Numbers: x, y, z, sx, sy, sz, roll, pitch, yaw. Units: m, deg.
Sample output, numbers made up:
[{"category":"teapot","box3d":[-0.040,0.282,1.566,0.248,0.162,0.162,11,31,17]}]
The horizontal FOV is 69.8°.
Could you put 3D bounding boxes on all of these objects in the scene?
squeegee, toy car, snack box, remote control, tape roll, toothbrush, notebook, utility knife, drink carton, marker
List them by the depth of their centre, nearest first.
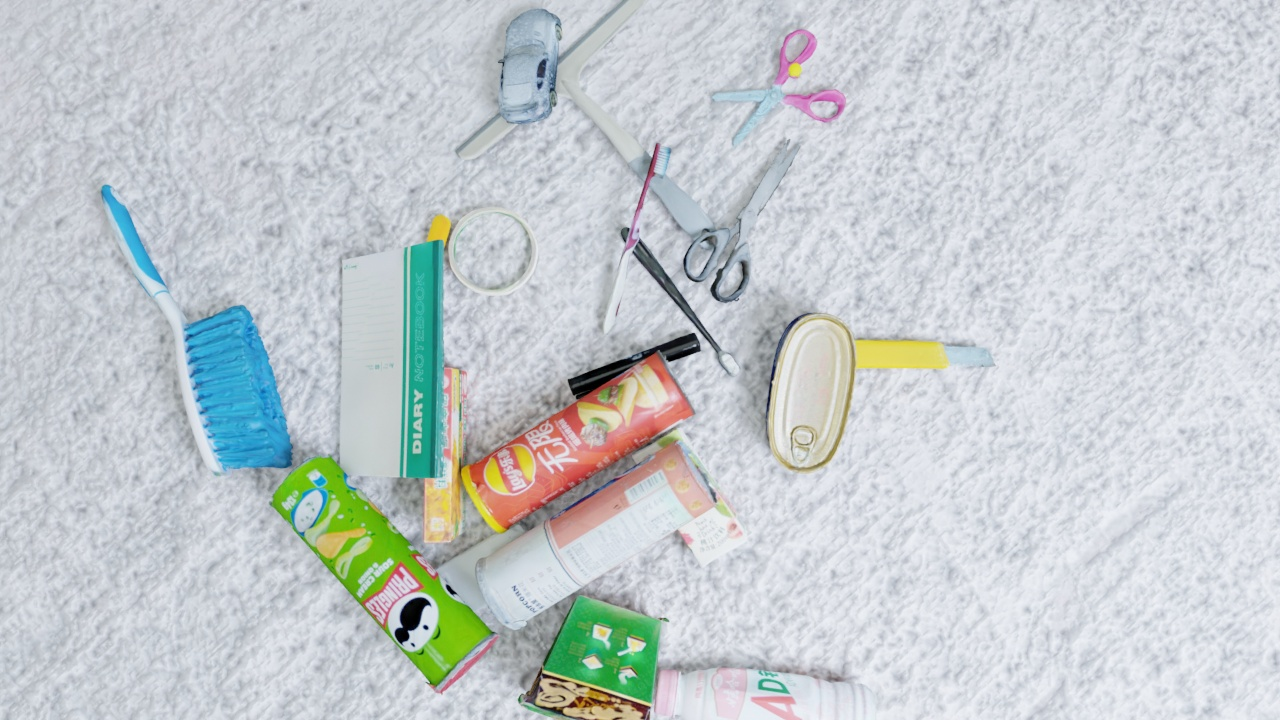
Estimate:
[{"category":"snack box","box3d":[-0.037,0.271,0.828,0.117,0.118,0.105,17,74,0]},{"category":"notebook","box3d":[-0.228,0.002,0.839,0.151,0.012,0.209,-4,85,40]},{"category":"snack box","box3d":[-0.180,0.085,0.847,0.027,0.077,0.155,0,87,-1]},{"category":"drink carton","box3d":[0.047,0.126,0.860,0.053,0.045,0.122,-33,86,7]},{"category":"remote control","box3d":[-0.157,0.206,0.869,0.135,0.019,0.056,-31,87,-1]},{"category":"toothbrush","box3d":[-0.005,-0.112,0.870,0.017,0.016,0.188,15,101,-9]},{"category":"toy car","box3d":[-0.107,-0.282,0.876,0.054,0.037,0.120,-1,73,20]},{"category":"marker","box3d":[-0.005,0.005,0.880,0.132,0.020,0.022,-20,104,-1]},{"category":"utility knife","box3d":[0.241,-0.003,0.881,0.197,0.015,0.033,1,95,2]},{"category":"squeegee","box3d":[-0.010,-0.199,0.882,0.246,0.039,0.246,-42,88,-2]},{"category":"toothbrush","box3d":[0.038,-0.058,0.886,0.015,0.018,0.181,-38,86,1]},{"category":"marker","box3d":[-0.208,-0.081,0.888,0.018,0.015,0.124,16,90,2]},{"category":"tape roll","box3d":[-0.142,-0.106,0.889,0.086,0.014,0.085,0,87,0]}]

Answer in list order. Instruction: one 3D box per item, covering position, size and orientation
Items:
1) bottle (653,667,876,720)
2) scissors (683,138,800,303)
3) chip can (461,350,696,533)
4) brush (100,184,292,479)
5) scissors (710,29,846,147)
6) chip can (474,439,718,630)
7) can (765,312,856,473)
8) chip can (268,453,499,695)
[{"category":"bottle","box3d":[0.112,0.319,0.841,0.197,0.068,0.068,7,87,3]},{"category":"scissors","box3d":[0.098,-0.142,0.880,0.140,0.014,0.173,-3,97,-22]},{"category":"chip can","box3d":[-0.056,0.075,0.846,0.216,0.073,0.073,-31,87,1]},{"category":"brush","box3d":[-0.423,-0.035,0.869,0.109,0.060,0.314,-18,84,2]},{"category":"scissors","box3d":[0.140,-0.256,0.898,0.124,0.017,0.133,39,92,-2]},{"category":"chip can","box3d":[-0.038,0.153,0.811,0.215,0.071,0.071,-32,87,6]},{"category":"can","box3d":[0.156,0.028,0.854,0.074,0.049,0.148,8,95,2]},{"category":"chip can","box3d":[-0.234,0.189,0.828,0.236,0.072,0.072,43,87,11]}]
